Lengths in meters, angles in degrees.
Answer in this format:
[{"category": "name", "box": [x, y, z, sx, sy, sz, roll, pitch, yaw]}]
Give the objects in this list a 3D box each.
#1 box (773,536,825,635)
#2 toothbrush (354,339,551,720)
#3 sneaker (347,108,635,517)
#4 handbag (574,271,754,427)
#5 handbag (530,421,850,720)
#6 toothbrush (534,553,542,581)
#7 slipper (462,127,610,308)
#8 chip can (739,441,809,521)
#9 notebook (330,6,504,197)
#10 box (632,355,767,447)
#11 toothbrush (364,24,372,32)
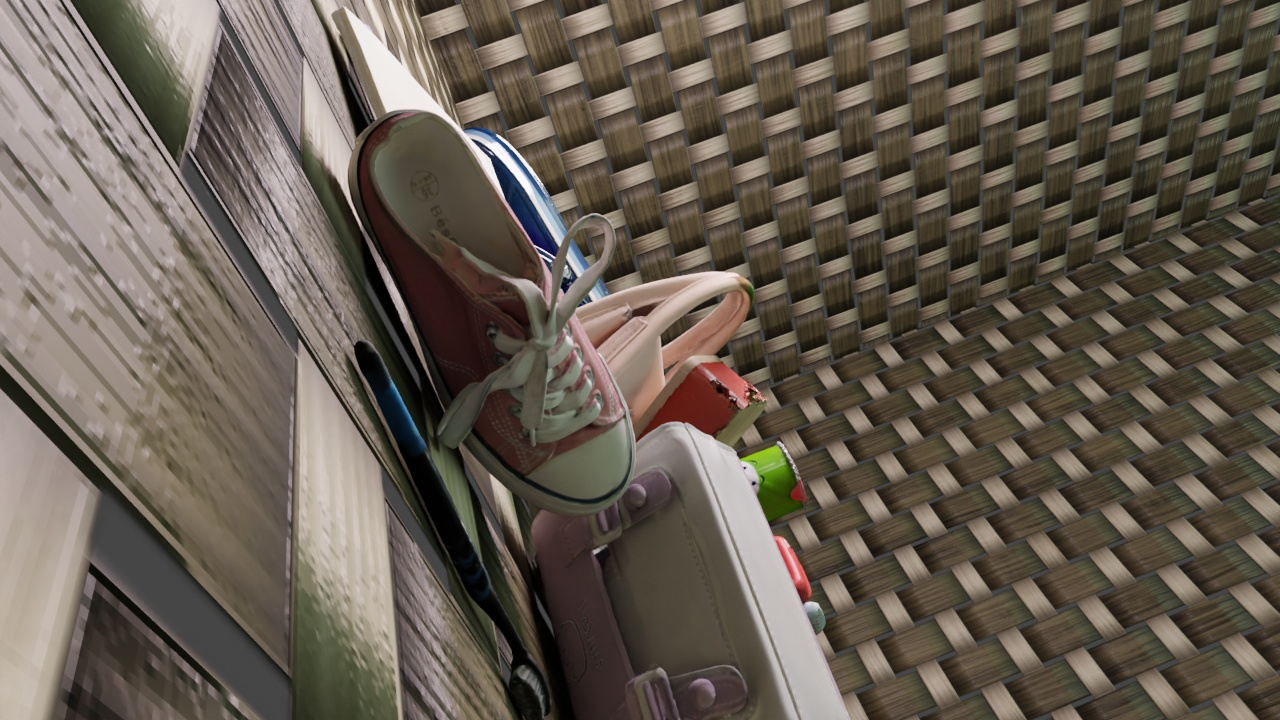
[{"category": "box", "box": [0.068, 0.256, 0.843, 0.095, 0.201, 0.100, -110, 174, -57]}, {"category": "toothbrush", "box": [-0.073, 0.076, 0.368, 0.016, 0.014, 0.189, -65, 139, -60]}, {"category": "sneaker", "box": [-0.063, -0.011, 0.459, 0.088, 0.118, 0.241, 24, -36, 60]}, {"category": "handbag", "box": [-0.004, 0.004, 0.751, 0.093, 0.234, 0.193, 50, -12, 19]}, {"category": "handbag", "box": [0.016, 0.155, 0.535, 0.098, 0.145, 0.196, 28, 32, -45]}, {"category": "toothbrush", "box": [-0.046, 0.196, 0.678, 0.017, 0.016, 0.188, 52, -14, 45]}, {"category": "slipper", "box": [-0.113, -0.085, 0.828, 0.105, 0.095, 0.253, -33, -88, 45]}, {"category": "chip can", "box": [0.043, 0.156, 0.902, 0.072, 0.236, 0.072, 157, -88, -87]}, {"category": "notebook", "box": [-0.136, -0.137, 0.659, 0.150, 0.012, 0.209, 65, 9, 23]}, {"category": "box", "box": [0.032, 0.083, 0.769, 0.077, 0.168, 0.091, 42, 16, 17]}, {"category": "toothbrush", "box": [-0.172, -0.150, 0.671, 0.029, 0.020, 0.189, -140, -150, -77]}]
